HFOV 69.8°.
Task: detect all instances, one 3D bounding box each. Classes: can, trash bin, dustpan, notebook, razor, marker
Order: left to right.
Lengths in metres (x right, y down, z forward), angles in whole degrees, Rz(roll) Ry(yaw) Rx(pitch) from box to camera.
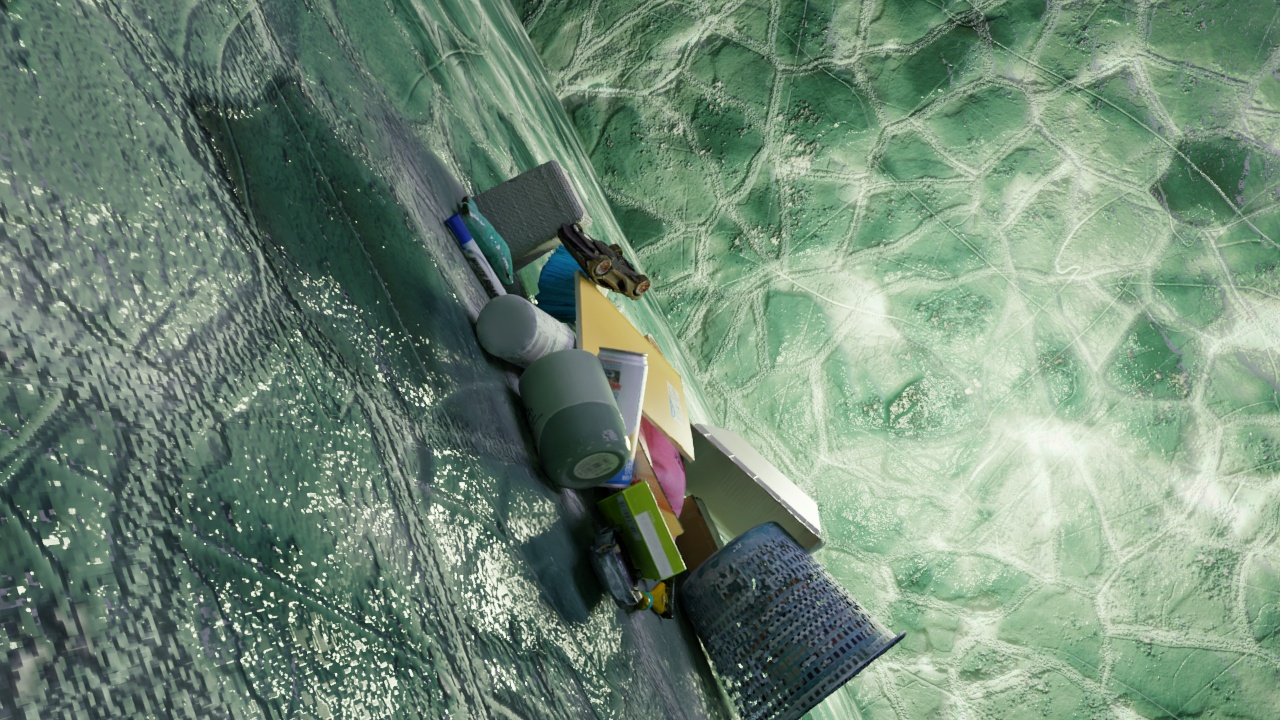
[{"bbox_3d":[-0.154,-0.083,0.935,0.146,0.017,0.017,60,8,-21],"label":"marker"},{"bbox_3d":[-0.105,-0.021,0.884,0.058,0.058,0.146,65,7,13],"label":"can"},{"bbox_3d":[-0.027,0.056,0.905,0.053,0.053,0.134,8,91,-81],"label":"can"},{"bbox_3d":[-0.006,0.006,1.020,0.206,0.010,0.145,45,24,-35],"label":"notebook"},{"bbox_3d":[0.012,0.236,0.905,0.132,0.028,0.043,48,48,-74],"label":"razor"},{"bbox_3d":[0.125,0.196,1.209,0.222,0.143,0.257,42,10,13],"label":"dustpan"},{"bbox_3d":[0.157,0.306,1.066,0.195,0.226,0.226,53,3,23],"label":"trash bin"}]

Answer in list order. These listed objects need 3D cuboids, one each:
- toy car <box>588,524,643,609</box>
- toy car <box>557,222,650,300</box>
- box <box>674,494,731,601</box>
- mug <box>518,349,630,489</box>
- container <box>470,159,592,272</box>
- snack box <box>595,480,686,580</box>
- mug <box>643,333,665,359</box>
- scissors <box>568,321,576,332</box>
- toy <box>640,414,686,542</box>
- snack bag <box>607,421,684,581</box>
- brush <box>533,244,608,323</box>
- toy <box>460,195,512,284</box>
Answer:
[{"bbox_3d":[-0.023,0.180,0.800,0.120,0.037,0.054,-158,-135,-88],"label":"toy car"},{"bbox_3d":[-0.044,-0.112,1.043,0.070,0.042,0.158,51,14,29],"label":"toy car"},{"bbox_3d":[0.082,0.259,1.222,0.184,0.060,0.090,63,6,19],"label":"box"},{"bbox_3d":[-0.062,0.064,0.845,0.112,0.082,0.106,105,-31,-50],"label":"mug"},{"bbox_3d":[-0.125,-0.168,1.062,0.090,0.114,0.090,63,7,-1],"label":"container"},{"bbox_3d":[-0.003,0.162,0.857,0.085,0.026,0.157,64,-16,7],"label":"snack box"},{"bbox_3d":[-0.013,0.030,1.175,0.081,0.106,0.114,66,8,23],"label":"mug"},{"bbox_3d":[-0.077,-0.030,1.319,0.159,0.014,0.177,54,13,-56],"label":"scissors"},{"bbox_3d":[0.017,0.130,1.107,0.194,0.074,0.178,-82,163,-86],"label":"toy"},{"bbox_3d":[-0.011,0.120,0.975,0.129,0.073,0.207,107,-34,-53],"label":"snack bag"},{"bbox_3d":[-0.076,-0.049,1.055,0.313,0.109,0.061,-73,164,-56],"label":"brush"},{"bbox_3d":[-0.168,-0.136,0.984,0.092,0.030,0.096,59,2,-43],"label":"toy"}]
